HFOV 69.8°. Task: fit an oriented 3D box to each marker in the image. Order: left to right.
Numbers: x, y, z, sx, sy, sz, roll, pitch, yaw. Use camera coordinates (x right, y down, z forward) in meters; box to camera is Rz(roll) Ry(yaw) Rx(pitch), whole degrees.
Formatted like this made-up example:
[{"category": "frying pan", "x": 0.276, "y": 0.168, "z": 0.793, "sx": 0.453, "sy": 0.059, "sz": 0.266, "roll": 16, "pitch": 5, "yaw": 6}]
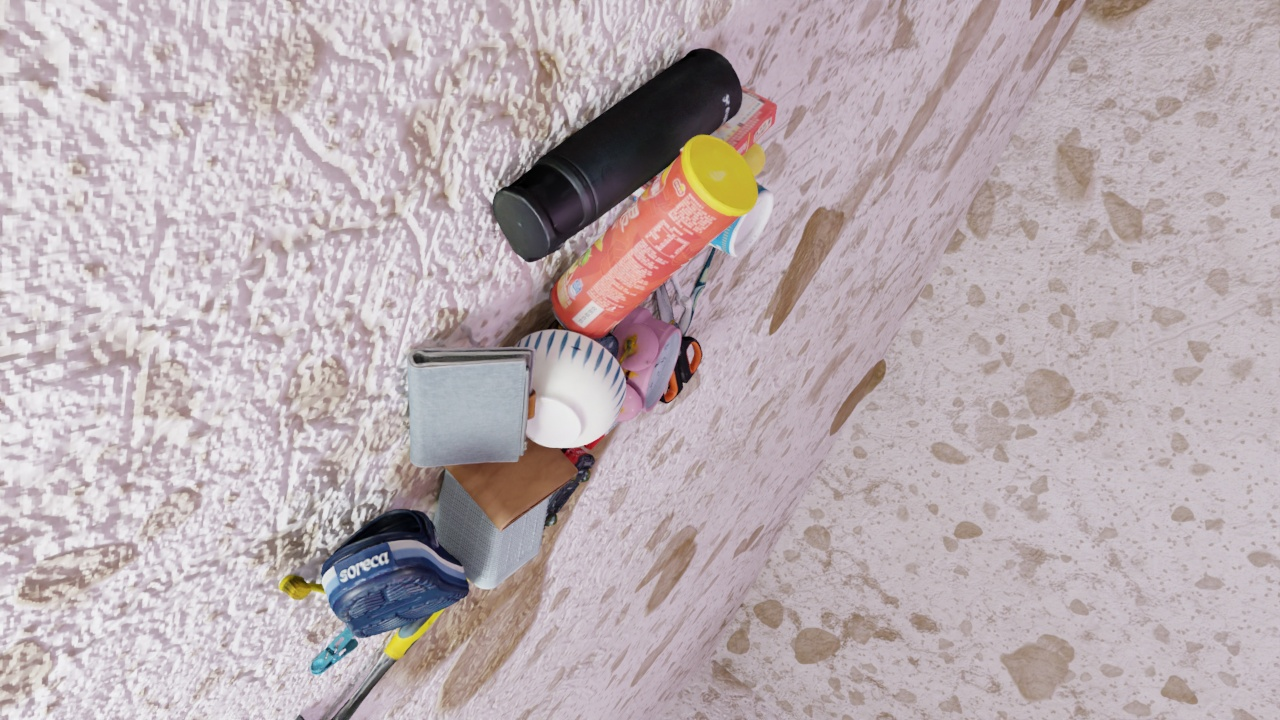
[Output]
[{"category": "marker", "x": -0.021, "y": 0.064, "z": 1.168, "sx": 0.144, "sy": 0.017, "sz": 0.017, "roll": -42, "pitch": 156, "yaw": -33}]

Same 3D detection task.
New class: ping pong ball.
[{"category": "ping pong ball", "x": 0.116, "y": -0.220, "z": 1.004, "sx": 0.040, "sy": 0.040, "sz": 0.040, "roll": -46, "pitch": 158, "yaw": -25}]

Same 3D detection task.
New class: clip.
[{"category": "clip", "x": -0.297, "y": 0.283, "z": 0.890, "sx": 0.054, "sy": 0.013, "sz": 0.034, "roll": -40, "pitch": 154, "yaw": -42}]

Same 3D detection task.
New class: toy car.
[{"category": "toy car", "x": -0.102, "y": 0.151, "z": 1.078, "sx": 0.120, "sy": 0.045, "sz": 0.053, "roll": -55, "pitch": 158, "yaw": 6}]

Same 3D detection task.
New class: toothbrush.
[{"category": "toothbrush", "x": -0.269, "y": 0.214, "z": 0.837, "sx": 0.015, "sy": 0.016, "sz": 0.190, "roll": -53, "pitch": 160, "yaw": -8}, {"category": "toothbrush", "x": 0.040, "y": -0.099, "z": 1.055, "sx": 0.016, "sy": 0.016, "sz": 0.180, "roll": -54, "pitch": 160, "yaw": -11}, {"category": "toothbrush", "x": 0.076, "y": -0.089, "z": 1.150, "sx": 0.016, "sy": 0.018, "sz": 0.192, "roll": -27, "pitch": 146, "yaw": -50}]

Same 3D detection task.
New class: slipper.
[{"category": "slipper", "x": -0.219, "y": 0.177, "z": 0.793, "sx": 0.105, "sy": 0.095, "sz": 0.253, "roll": -19, "pitch": 164, "yaw": -8}]

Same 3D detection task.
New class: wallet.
[{"category": "wallet", "x": -0.141, "y": 0.038, "z": 0.774, "sx": 0.106, "sy": 0.037, "sz": 0.130, "roll": -2, "pitch": 137, "yaw": -14}, {"category": "wallet", "x": -0.125, "y": 0.095, "z": 0.862, "sx": 0.115, "sy": 0.101, "sz": 0.020, "roll": -30, "pitch": 164, "yaw": -51}]

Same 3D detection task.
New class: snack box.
[{"category": "snack box", "x": 0.051, "y": -0.198, "z": 0.840, "sx": 0.152, "sy": 0.075, "sz": 0.025, "roll": -47, "pitch": 158, "yaw": -22}]

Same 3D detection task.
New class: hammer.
[{"category": "hammer", "x": -0.253, "y": 0.300, "z": 0.988, "sx": 0.323, "sy": 0.032, "sz": 0.126, "roll": -51, "pitch": 160, "yaw": -12}]

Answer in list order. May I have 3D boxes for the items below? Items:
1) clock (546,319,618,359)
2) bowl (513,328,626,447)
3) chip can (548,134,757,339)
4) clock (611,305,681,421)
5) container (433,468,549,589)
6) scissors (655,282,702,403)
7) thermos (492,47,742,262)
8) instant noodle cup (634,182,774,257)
[{"category": "clock", "x": -0.063, "y": -0.012, "z": 0.902, "sx": 0.081, "sy": 0.055, "sz": 0.122, "roll": -32, "pitch": 149, "yaw": -46}, {"category": "bowl", "x": -0.076, "y": 0.036, "z": 0.835, "sx": 0.066, "sy": 0.116, "sz": 0.117, "roll": -73, "pitch": 180, "yaw": -50}, {"category": "chip can", "x": 0.005, "y": -0.096, "z": 0.776, "sx": 0.073, "sy": 0.073, "sz": 0.217, "roll": -33, "pitch": 175, "yaw": -46}, {"category": "clock", "x": -0.006, "y": 0.006, "z": 1.008, "sx": 0.158, "sy": 0.060, "sz": 0.117, "roll": -30, "pitch": 141, "yaw": -66}, {"category": "container", "x": -0.148, "y": 0.147, "z": 0.913, "sx": 0.089, "sy": 0.090, "sz": 0.112, "roll": -32, "pitch": 146, "yaw": -48}, {"category": "scissors", "x": 0.045, "y": -0.039, "z": 1.144, "sx": 0.139, "sy": 0.022, "sz": 0.235, "roll": -38, "pitch": 147, "yaw": -39}, {"category": "thermos", "x": -0.017, "y": -0.167, "z": 0.757, "sx": 0.241, "sy": 0.068, "sz": 0.090, "roll": -42, "pitch": 167, "yaw": -29}, {"category": "instant noodle cup", "x": 0.066, "y": -0.156, "z": 0.890, "sx": 0.099, "sy": 0.110, "sz": 0.099, "roll": -47, "pitch": 158, "yaw": -25}]
